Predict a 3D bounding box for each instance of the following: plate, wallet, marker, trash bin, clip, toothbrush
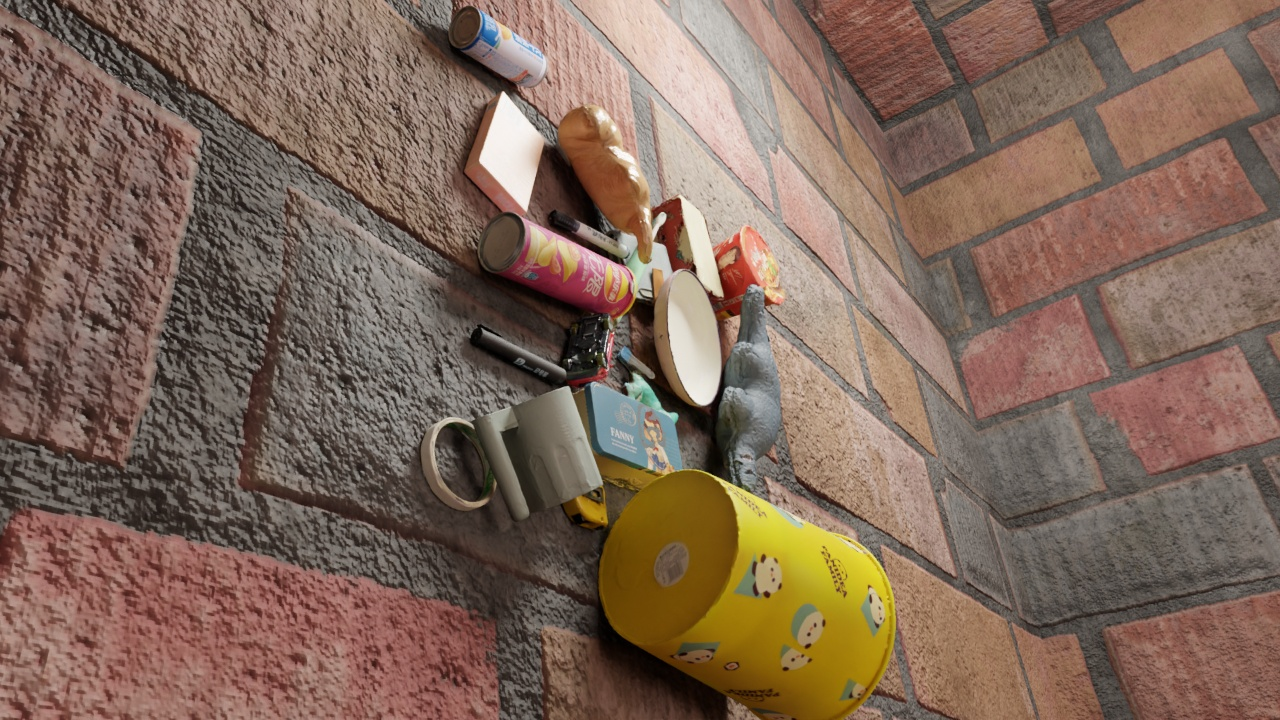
[{"bbox_3d":[0.061,-0.029,1.271,0.192,0.039,0.192,32,53,-58],"label":"plate"},{"bbox_3d":[0.009,-0.125,1.287,0.129,0.037,0.106,6,64,-57],"label":"wallet"},{"bbox_3d":[-0.127,-0.005,0.971,0.132,0.020,0.022,31,52,-47],"label":"marker"},{"bbox_3d":[0.108,0.248,0.982,0.255,0.230,0.229,35,40,-36],"label":"trash bin"},{"bbox_3d":[-0.065,-0.160,1.187,0.130,0.018,0.022,24,76,-39],"label":"marker"},{"bbox_3d":[-0.008,0.008,1.177,0.057,0.029,0.024,45,30,-16],"label":"clip"},{"bbox_3d":[-0.005,-0.128,1.223,0.026,0.027,0.223,44,48,-23],"label":"toothbrush"}]

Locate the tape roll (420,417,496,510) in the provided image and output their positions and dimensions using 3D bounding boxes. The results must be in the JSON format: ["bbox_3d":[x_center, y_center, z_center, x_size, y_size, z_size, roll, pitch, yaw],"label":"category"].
[{"bbox_3d":[-0.164,0.094,0.834,0.086,0.014,0.085,40,37,-40],"label":"tape roll"}]

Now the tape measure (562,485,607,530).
[{"bbox_3d":[-0.057,0.145,0.967,0.057,0.029,0.060,30,44,-48],"label":"tape measure"}]

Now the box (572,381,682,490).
[{"bbox_3d":[-0.025,0.089,1.035,0.184,0.060,0.089,28,45,-52],"label":"box"}]

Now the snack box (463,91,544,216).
[{"bbox_3d":[-0.160,-0.246,1.097,0.084,0.026,0.157,46,33,-34],"label":"snack box"}]

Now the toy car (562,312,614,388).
[{"bbox_3d":[-0.056,-0.009,1.063,0.120,0.053,0.045,-80,155,-54],"label":"toy car"}]

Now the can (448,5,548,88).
[{"bbox_3d":[-0.176,-0.391,1.154,0.134,0.053,0.053,14,57,-57],"label":"can"}]

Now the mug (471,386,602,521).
[{"bbox_3d":[-0.101,0.090,0.878,0.123,0.084,0.103,-20,88,-57],"label":"mug"}]

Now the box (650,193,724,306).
[{"bbox_3d":[0.074,-0.165,1.392,0.091,0.077,0.168,25,47,-53],"label":"box"}]

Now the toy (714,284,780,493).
[{"bbox_3d":[0.155,0.060,1.320,0.138,0.091,0.355,77,18,-51],"label":"toy"}]

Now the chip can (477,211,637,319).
[{"bbox_3d":[-0.091,-0.105,1.058,0.210,0.072,0.071,19,52,-54],"label":"chip can"}]

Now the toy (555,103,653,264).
[{"bbox_3d":[-0.034,-0.231,1.218,0.226,0.082,0.143,60,-2,-1],"label":"toy"}]

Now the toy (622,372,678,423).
[{"bbox_3d":[0.004,0.060,1.145,0.092,0.030,0.096,57,36,-7],"label":"toy"}]

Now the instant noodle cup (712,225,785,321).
[{"bbox_3d":[0.149,-0.133,1.464,0.138,0.109,0.137,41,36,-40],"label":"instant noodle cup"}]
